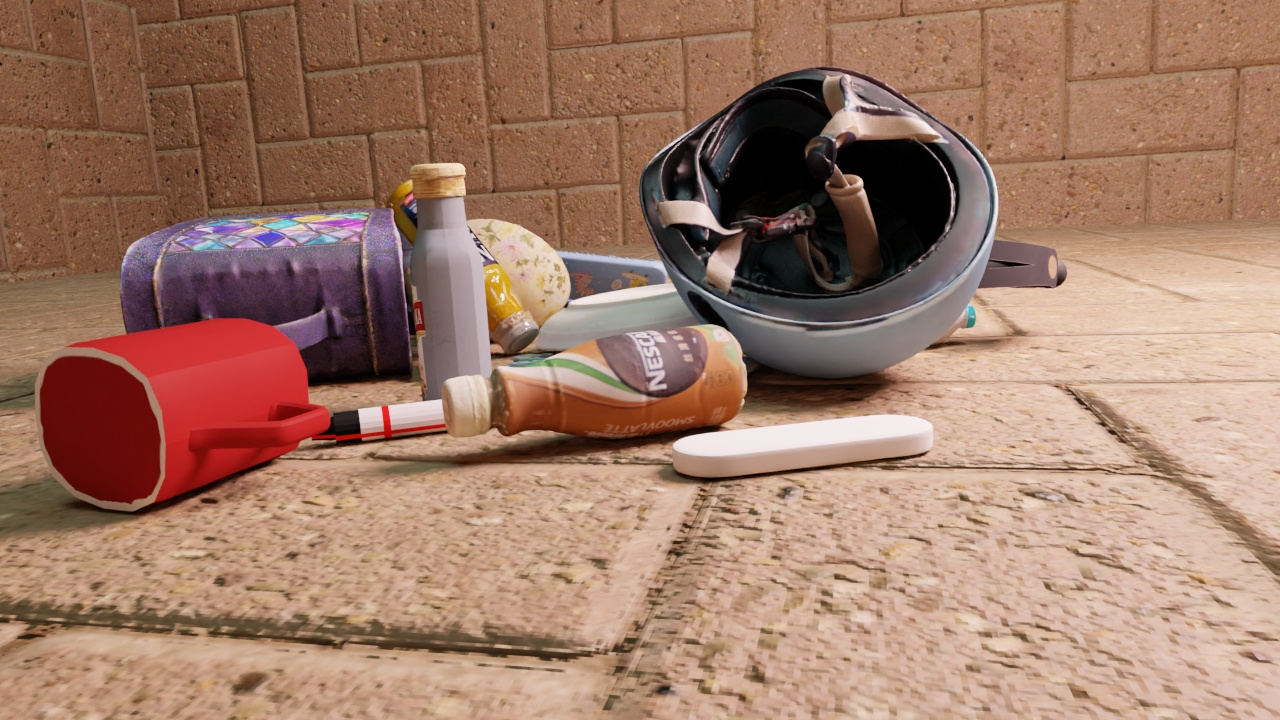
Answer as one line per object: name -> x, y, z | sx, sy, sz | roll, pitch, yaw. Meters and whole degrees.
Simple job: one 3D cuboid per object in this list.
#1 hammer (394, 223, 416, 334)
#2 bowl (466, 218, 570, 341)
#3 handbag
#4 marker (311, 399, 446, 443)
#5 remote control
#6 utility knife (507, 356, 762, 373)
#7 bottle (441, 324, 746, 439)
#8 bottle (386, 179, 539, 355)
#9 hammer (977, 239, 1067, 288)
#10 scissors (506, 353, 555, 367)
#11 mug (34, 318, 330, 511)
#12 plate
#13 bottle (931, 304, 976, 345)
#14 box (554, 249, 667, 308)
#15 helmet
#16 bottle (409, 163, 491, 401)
hammer -> -0.206, -0.050, 0.869 | 0.040, 0.129, 0.321 | -12, 22, -14
bowl -> -0.148, -0.066, 0.918 | 0.145, 0.145, 0.063 | 0, 47, 16
handbag -> -0.295, -0.050, 0.765 | 0.204, 0.126, 0.222 | -4, 21, -9
marker -> -0.133, 0.035, 0.556 | 0.145, 0.019, 0.019 | -6, 11, -18
remote control -> 0.083, 0.043, 0.464 | 0.136, 0.013, 0.043 | -5, 10, -12
utility knife -> -0.004, 0.004, 0.697 | 0.198, 0.015, 0.031 | 1, 16, 3
bottle -> -0.025, 0.016, 0.512 | 0.167, 0.059, 0.059 | -7, 11, -19
bottle -> -0.162, -0.086, 0.846 | 0.053, 0.186, 0.053 | -37, -14, -11
hammer -> 0.207, -0.079, 0.828 | 0.306, 0.040, 0.132 | 2, 2, 35
scissors -> -0.020, 0.001, 0.731 | 0.174, 0.033, 0.065 | 3, 8, 8
mug -> -0.222, 0.026, 0.467 | 0.116, 0.080, 0.096 | 8, 13, 20
plate -> -0.005, -0.043, 0.813 | 0.182, 0.034, 0.182 | -9, 9, 1
bottle -> 0.209, -0.033, 0.764 | 0.136, 0.044, 0.044 | -3, 10, -1
box -> -0.078, -0.077, 0.976 | 0.209, 0.039, 0.127 | 6, -19, -1
helmet -> 0.135, -0.086, 0.670 | 0.225, 0.167, 0.265 | -35, 45, -5
bottle -> -0.126, -0.046, 0.601 | 0.046, 0.161, 0.072 | -6, 11, -15
